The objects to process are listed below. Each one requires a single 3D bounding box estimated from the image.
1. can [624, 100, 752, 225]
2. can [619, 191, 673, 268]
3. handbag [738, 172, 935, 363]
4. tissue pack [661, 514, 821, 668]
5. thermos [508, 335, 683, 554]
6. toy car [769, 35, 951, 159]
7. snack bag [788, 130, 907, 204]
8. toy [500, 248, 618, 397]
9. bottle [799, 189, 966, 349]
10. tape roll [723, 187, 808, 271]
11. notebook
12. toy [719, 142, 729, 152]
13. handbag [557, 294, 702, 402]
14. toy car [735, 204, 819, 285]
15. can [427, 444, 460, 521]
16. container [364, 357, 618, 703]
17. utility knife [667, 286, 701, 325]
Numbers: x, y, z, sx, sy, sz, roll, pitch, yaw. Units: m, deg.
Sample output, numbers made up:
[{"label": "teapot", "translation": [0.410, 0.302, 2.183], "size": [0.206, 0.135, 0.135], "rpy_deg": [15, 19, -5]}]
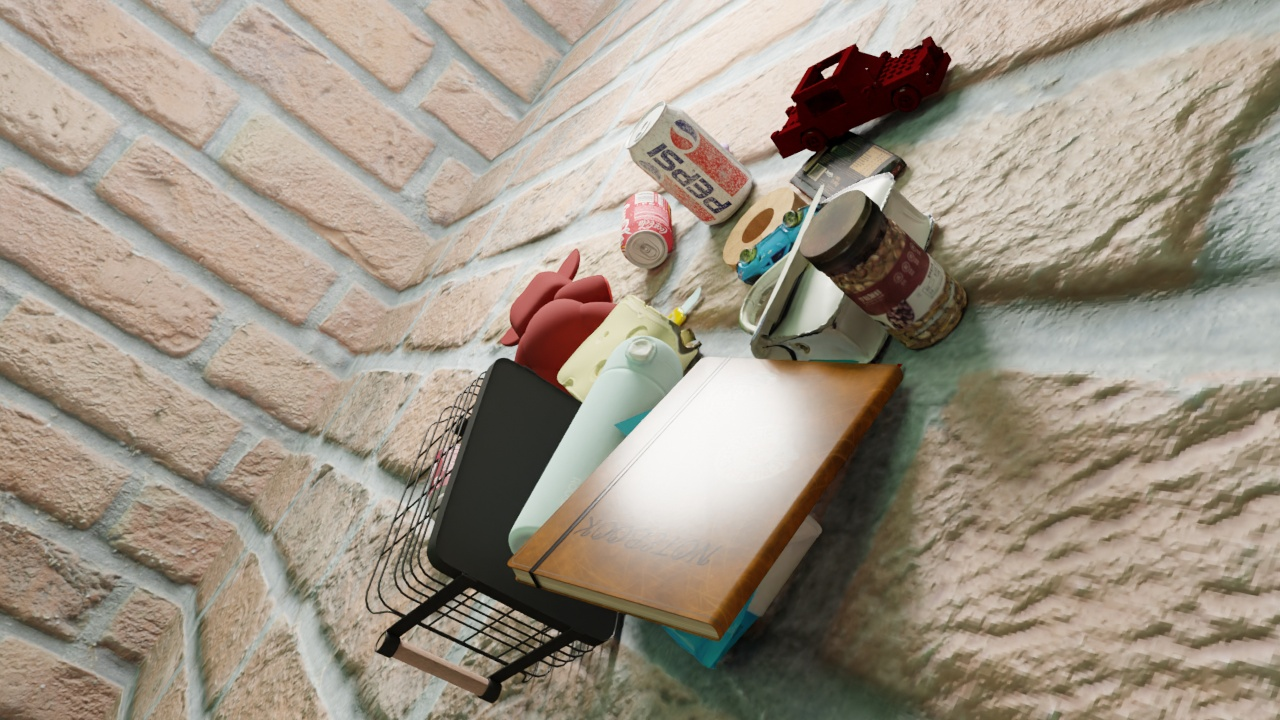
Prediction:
[{"label": "can", "translation": [0.055, -0.220, 1.028], "size": [0.078, 0.136, 0.078], "rpy_deg": [-43, 24, 24]}, {"label": "can", "translation": [0.008, -0.160, 1.130], "size": [0.064, 0.064, 0.104], "rpy_deg": [-42, 24, 25]}, {"label": "handbag", "translation": [0.128, -0.062, 0.726], "size": [0.176, 0.074, 0.151], "rpy_deg": [-11, 46, 60]}, {"label": "tissue pack", "translation": [0.038, 0.118, 0.650], "size": [0.117, 0.066, 0.209], "rpy_deg": [-52, 20, -1]}, {"label": "thermos", "translation": [-0.026, 0.067, 0.692], "size": [0.078, 0.065, 0.206], "rpy_deg": [87, -157, -45]}, {"label": "toy car", "translation": [0.197, -0.253, 0.862], "size": [0.170, 0.062, 0.070], "rpy_deg": [-16, 34, 45]}, {"label": "snack bag", "translation": [0.188, -0.174, 0.850], "size": [0.075, 0.018, 0.155], "rpy_deg": [-47, 23, 13]}, {"label": "toy", "translation": [-0.089, -0.037, 1.066], "size": [0.158, 0.120, 0.197], "rpy_deg": [-52, 31, 8]}, {"label": "bottle", "translation": [0.162, -0.059, 0.610], "size": [0.056, 0.105, 0.056], "rpy_deg": [-43, 23, 24]}, {"label": "tape roll", "translation": [0.123, -0.122, 0.889], "size": [0.094, 0.027, 0.093], "rpy_deg": [-43, 24, 24]}, {"label": "notebook", "translation": [0.043, 0.065, 0.593], "size": [0.179, 0.014, 0.248], "rpy_deg": [3, 36, 42]}, {"label": "toy", "translation": [0.072, -0.250, 1.177], "size": [0.080, 0.036, 0.100], "rpy_deg": [-46, 25, -11]}, {"label": "handbag", "translation": [-0.005, 0.005, 0.881], "size": [0.119, 0.081, 0.111], "rpy_deg": [-51, 24, -2]}, {"label": "toy car", "translation": [0.129, -0.097, 0.810], "size": [0.106, 0.048, 0.032], "rpy_deg": [-40, 53, 40]}, {"label": "can", "translation": [-0.226, 0.153, 1.126], "size": [0.063, 0.063, 0.114], "rpy_deg": [-48, 22, 12]}, {"label": "container", "translation": [-0.110, 0.137, 0.769], "size": [0.131, 0.162, 0.240], "rpy_deg": [-39, 28, 37]}, {"label": "utility knife", "translation": [0.007, -0.011, 0.976], "size": [0.175, 0.017, 0.030], "rpy_deg": [-45, 32, 11]}]
